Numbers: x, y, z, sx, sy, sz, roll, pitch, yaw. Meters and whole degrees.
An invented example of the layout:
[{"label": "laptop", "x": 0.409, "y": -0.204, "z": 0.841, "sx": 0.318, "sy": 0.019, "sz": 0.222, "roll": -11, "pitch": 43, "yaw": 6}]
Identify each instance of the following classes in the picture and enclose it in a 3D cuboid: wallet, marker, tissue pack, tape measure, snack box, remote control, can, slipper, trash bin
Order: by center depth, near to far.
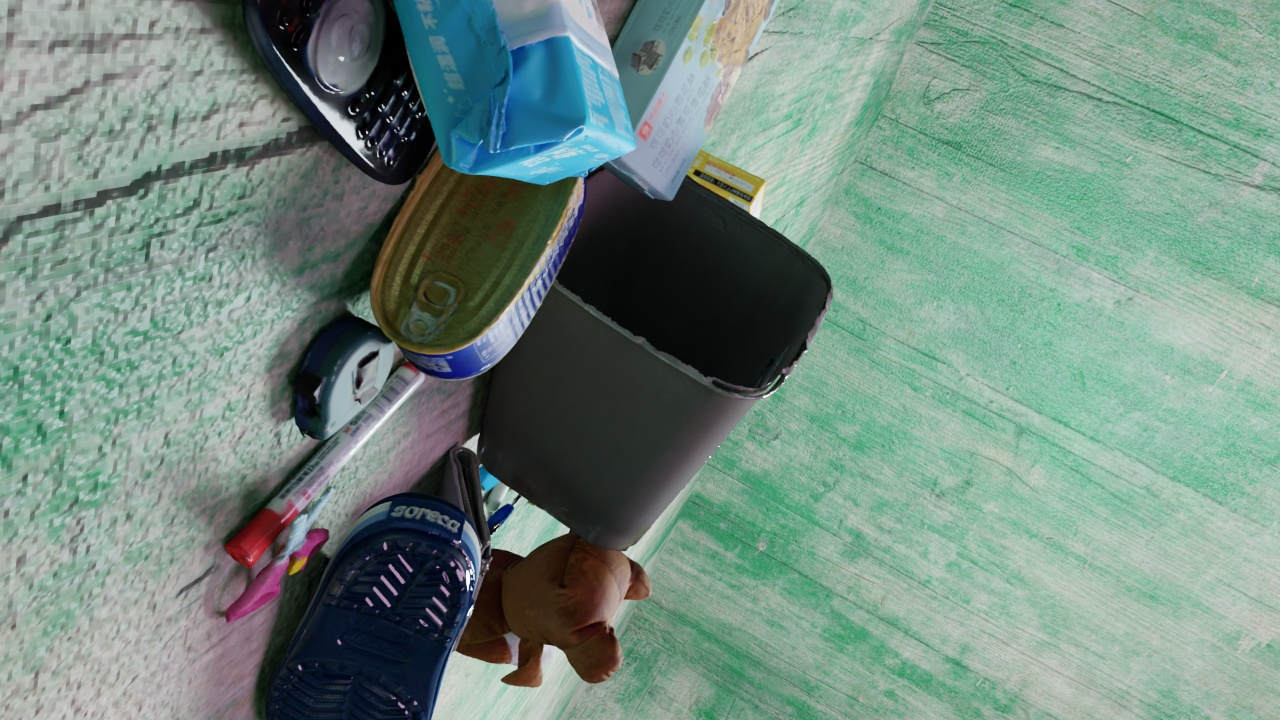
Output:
[{"label": "remote control", "x": -0.108, "y": -0.109, "z": 0.335, "sx": 0.053, "sy": 0.024, "sz": 0.136, "roll": -63, "pitch": 168, "yaw": -10}, {"label": "tissue pack", "x": -0.048, "y": -0.119, "z": 0.368, "sx": 0.140, "sy": 0.063, "sz": 0.090, "roll": -49, "pitch": 123, "yaw": -77}, {"label": "tape measure", "x": -0.145, "y": 0.007, "z": 0.453, "sx": 0.058, "sy": 0.025, "sz": 0.055, "roll": -51, "pitch": 166, "yaw": -45}, {"label": "can", "x": -0.077, "y": -0.062, "z": 0.459, "sx": 0.049, "sy": 0.074, "sz": 0.148, "roll": 89, "pitch": 25, "yaw": -71}, {"label": "marker", "x": -0.164, "y": 0.050, "z": 0.494, "sx": 0.144, "sy": 0.017, "sz": 0.017, "roll": -54, "pitch": 166, "yaw": -36}, {"label": "slipper", "x": -0.167, "y": 0.170, "z": 0.589, "sx": 0.095, "sy": 0.105, "sz": 0.253, "roll": -83, "pitch": -166, "yaw": -55}, {"label": "snack box", "x": 0.026, "y": -0.199, "z": 0.602, "sx": 0.175, "sy": 0.052, "sz": 0.074, "roll": -62, "pitch": 150, "yaw": 2}, {"label": "wallet", "x": -0.143, "y": 0.146, "z": 0.679, "sx": 0.106, "sy": 0.037, "sz": 0.130, "roll": -111, "pitch": -145, "yaw": -49}, {"label": "trash bin", "x": -0.004, "y": 0.004, "z": 0.682, "sx": 0.198, "sy": 0.198, "sz": 0.220, "roll": -49, "pitch": 169, "yaw": -49}, {"label": "snack box", "x": 0.071, "y": -0.148, "z": 0.891, "sx": 0.033, "sy": 0.087, "sz": 0.140, "roll": -58, "pitch": 168, "yaw": -17}]

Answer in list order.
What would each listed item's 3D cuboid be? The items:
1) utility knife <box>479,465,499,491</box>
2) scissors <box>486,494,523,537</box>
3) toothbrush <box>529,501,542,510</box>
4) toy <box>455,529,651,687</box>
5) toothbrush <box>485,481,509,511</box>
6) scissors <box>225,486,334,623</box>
[{"label": "utility knife", "x": -0.103, "y": 0.074, "z": 0.780, "sx": 0.185, "sy": 0.018, "sz": 0.034, "roll": -42, "pitch": 153, "yaw": -35}, {"label": "scissors", "x": -0.112, "y": 0.125, "z": 0.847, "sx": 0.162, "sy": 0.012, "sz": 0.175, "roll": -53, "pitch": 177, "yaw": 15}, {"label": "toothbrush", "x": -0.066, "y": 0.080, "z": 1.013, "sx": 0.190, "sy": 0.016, "sz": 0.016, "roll": -59, "pitch": 169, "yaw": -13}, {"label": "toy", "x": -0.092, "y": 0.202, "z": 0.754, "sx": 0.130, "sy": 0.200, "sz": 0.139, "roll": 68, "pitch": 29, "yaw": -23}, {"label": "toothbrush", "x": -0.091, "y": 0.055, "z": 0.833, "sx": 0.189, "sy": 0.020, "sz": 0.029, "roll": -60, "pitch": -149, "yaw": 0}, {"label": "scissors", "x": -0.182, "y": 0.100, "z": 0.459, "sx": 0.076, "sy": 0.017, "sz": 0.138, "roll": -45, "pitch": 180, "yaw": -31}]
